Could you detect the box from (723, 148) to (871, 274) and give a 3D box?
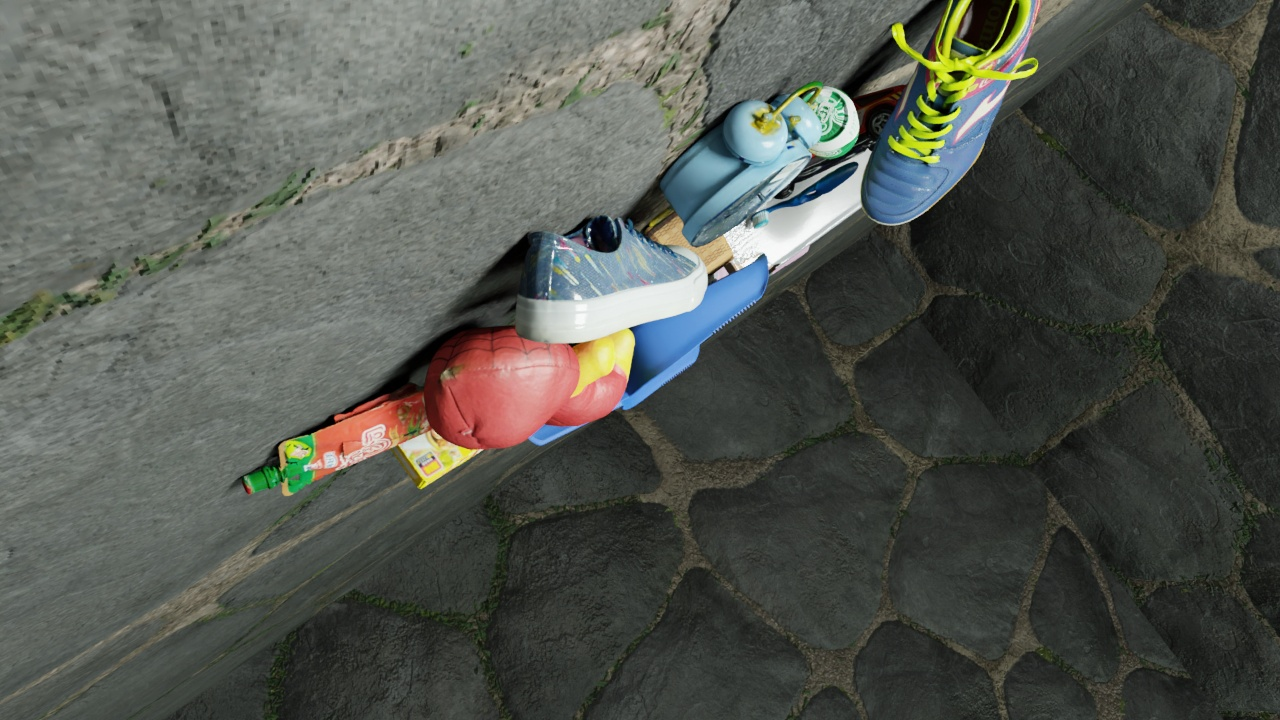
[{"bbox_3d":[0.169,-0.168,1.001,0.216,0.107,0.094,-36,164,-8],"label":"box"}]

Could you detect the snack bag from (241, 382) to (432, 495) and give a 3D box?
[{"bbox_3d":[-0.241,0.066,0.733,0.154,0.044,0.087,-26,159,-32],"label":"snack bag"}]

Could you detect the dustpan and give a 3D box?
[{"bbox_3d":[-0.006,0.005,0.931,0.257,0.059,0.246,-25,172,-17],"label":"dustpan"}]

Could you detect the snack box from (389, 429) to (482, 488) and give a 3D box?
[{"bbox_3d":[-0.162,0.048,0.848,0.151,0.075,0.025,-33,173,-36],"label":"snack box"}]

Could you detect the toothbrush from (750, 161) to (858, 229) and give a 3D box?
[{"bbox_3d":[0.160,-0.162,0.907,0.021,0.016,0.133,15,152,-40],"label":"toothbrush"}]

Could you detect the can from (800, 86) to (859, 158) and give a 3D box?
[{"bbox_3d":[0.162,-0.206,0.799,0.053,0.053,0.101,-37,176,17],"label":"can"}]

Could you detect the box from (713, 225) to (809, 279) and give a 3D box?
[{"bbox_3d":[0.171,-0.173,1.195,0.232,0.059,0.180,-33,158,-37],"label":"box"}]

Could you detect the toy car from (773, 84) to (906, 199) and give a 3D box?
[{"bbox_3d":[0.183,-0.210,0.903,0.189,0.056,0.081,-27,177,13],"label":"toy car"}]

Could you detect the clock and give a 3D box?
[{"bbox_3d":[0.083,-0.153,0.712,0.162,0.060,0.117,-40,175,35],"label":"clock"}]

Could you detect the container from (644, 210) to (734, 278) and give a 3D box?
[{"bbox_3d":[0.051,-0.112,0.878,0.063,0.061,0.114,-37,176,6],"label":"container"}]

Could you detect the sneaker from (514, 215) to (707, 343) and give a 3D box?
[{"bbox_3d":[-0.013,-0.073,0.698,0.087,0.079,0.234,8,-163,25],"label":"sneaker"}]

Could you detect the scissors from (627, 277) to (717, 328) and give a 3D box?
[{"bbox_3d":[0.033,-0.053,0.934,0.109,0.015,0.133,-18,171,-43],"label":"scissors"}]

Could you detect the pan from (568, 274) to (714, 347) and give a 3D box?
[{"bbox_3d":[-0.047,-0.008,1.032,0.355,0.043,0.249,-23,154,-33],"label":"pan"}]

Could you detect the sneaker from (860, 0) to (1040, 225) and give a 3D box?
[{"bbox_3d":[0.255,-0.225,0.785,0.242,0.116,0.090,-67,171,24],"label":"sneaker"}]

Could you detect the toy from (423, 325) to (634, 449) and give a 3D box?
[{"bbox_3d":[-0.093,0.017,0.767,0.148,0.098,0.215,-20,175,25],"label":"toy"}]
